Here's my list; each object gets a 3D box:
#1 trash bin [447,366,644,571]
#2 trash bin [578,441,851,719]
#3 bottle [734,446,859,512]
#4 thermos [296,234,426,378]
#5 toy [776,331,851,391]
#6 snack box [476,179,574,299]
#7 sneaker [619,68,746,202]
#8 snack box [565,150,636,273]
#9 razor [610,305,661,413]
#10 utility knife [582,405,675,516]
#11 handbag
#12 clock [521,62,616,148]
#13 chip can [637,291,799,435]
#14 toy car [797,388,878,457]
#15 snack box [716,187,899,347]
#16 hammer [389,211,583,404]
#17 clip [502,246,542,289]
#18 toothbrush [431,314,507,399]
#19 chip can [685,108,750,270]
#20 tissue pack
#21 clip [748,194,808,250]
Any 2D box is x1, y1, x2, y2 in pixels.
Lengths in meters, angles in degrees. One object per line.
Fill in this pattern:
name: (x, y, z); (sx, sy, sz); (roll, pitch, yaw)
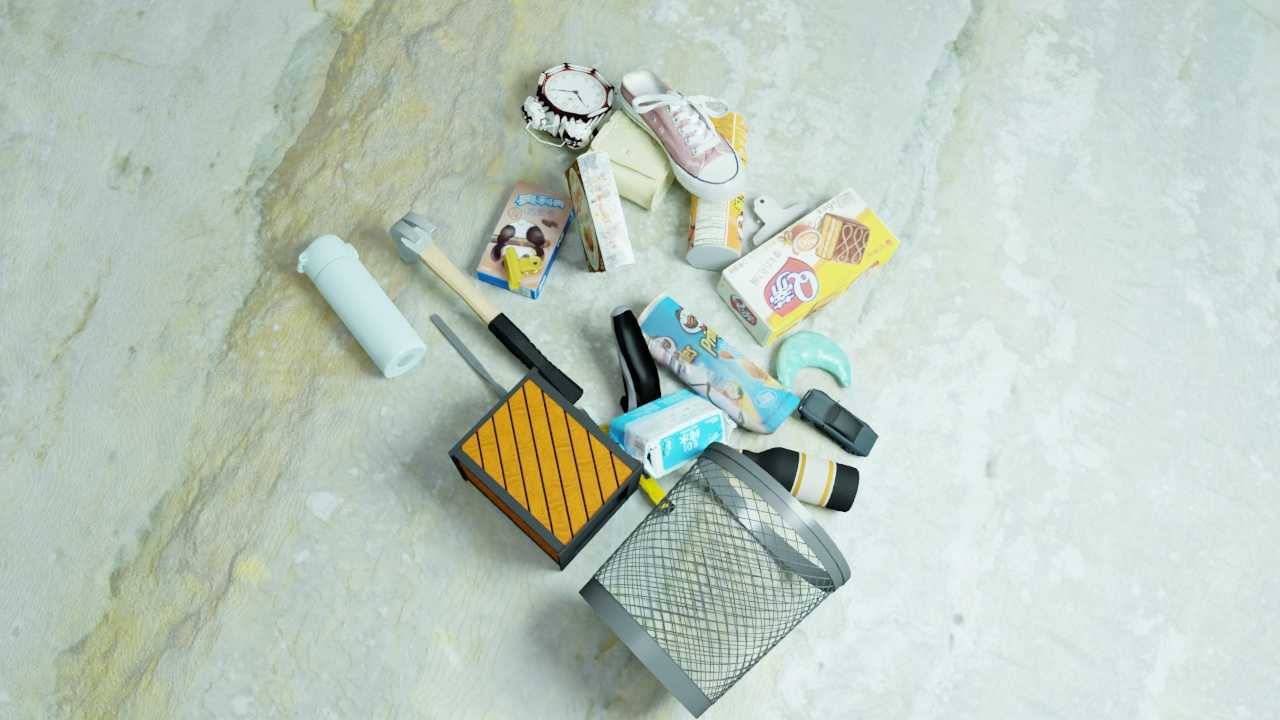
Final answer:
trash bin: (-0.110, 0.133, 1.097); (0.172, 0.140, 0.139); (41, 73, 10)
trash bin: (0.077, 0.249, 1.034); (0.227, 0.218, 0.218); (-43, 78, -12)
bottle: (0.179, 0.140, 1.154); (0.181, 0.059, 0.059); (15, 71, 2)
thermos: (-0.364, -0.075, 1.195); (0.077, 0.065, 0.207); (-30, 74, -37)
toy: (0.225, 0.001, 1.216); (0.105, 0.033, 0.085); (-5, 66, -14)
snack box: (-0.154, -0.166, 1.255); (0.087, 0.034, 0.151); (20, 71, 4)
sneaker: (0.057, -0.313, 1.210); (0.118, 0.088, 0.241); (-33, 69, -19)
snack box: (-0.055, -0.188, 1.186); (0.041, 0.143, 0.147); (-15, 98, -9)
razor: (-0.007, 0.007, 1.165); (0.057, 0.060, 0.156); (-24, 113, -43)
utility knife: (-0.017, 0.125, 1.166); (0.179, 0.030, 0.017); (47, 110, 14)
handbag: (-0.008, -0.283, 1.280); (0.119, 0.081, 0.111); (27, 66, 7)
clock: (-0.105, -0.349, 1.303); (0.115, 0.065, 0.154); (28, 56, 6)
chip can: (0.093, 0.010, 1.187); (0.229, 0.080, 0.079); (39, 73, 10)
toy car: (0.256, 0.081, 1.184); (0.112, 0.034, 0.046); (36, 72, -6)
snack box: (0.228, -0.127, 1.248); (0.230, 0.062, 0.110); (-34, 76, -14)
hammer: (-0.199, -0.063, 1.186); (0.328, 0.131, 0.039); (45, 74, 3)
clip: (-0.155, -0.125, 1.206); (0.049, 0.044, 0.054); (-21, 71, 17)
toothbrush: (-0.222, -0.002, 1.206); (0.012, 0.013, 0.167); (-40, 76, -15)
chip can: (0.109, -0.237, 1.273); (0.075, 0.075, 0.214); (6, 70, -1)
tissue pack: (0.039, 0.089, 1.124); (0.144, 0.093, 0.062); (-23, 117, -25)
clip: (0.181, -0.202, 1.301); (0.101, 0.050, 0.058); (-36, 70, -15)
